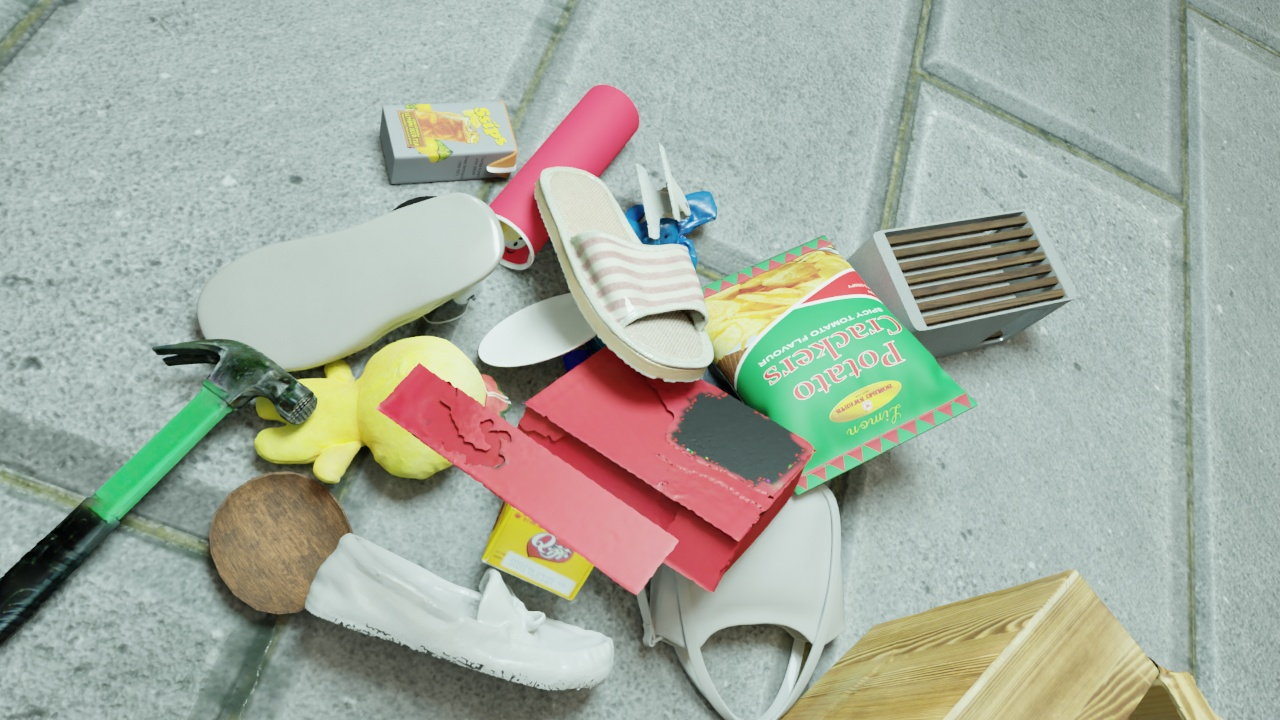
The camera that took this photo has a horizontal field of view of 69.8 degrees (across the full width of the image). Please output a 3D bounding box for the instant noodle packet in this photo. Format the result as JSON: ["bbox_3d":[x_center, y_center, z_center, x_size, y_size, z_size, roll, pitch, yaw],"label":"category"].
[{"bbox_3d":[0.168,-0.009,0.895,0.195,0.090,0.252,-24,55,-13],"label":"instant noodle packet"}]

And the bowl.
[{"bbox_3d":[-0.287,0.147,0.737,0.101,0.026,0.114,-29,80,-28],"label":"bowl"}]

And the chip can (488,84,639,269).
[{"bbox_3d":[-0.082,-0.192,0.941,0.069,0.069,0.220,35,60,-2],"label":"chip can"}]

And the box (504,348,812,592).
[{"bbox_3d":[0.011,0.108,0.794,0.214,0.153,0.164,30,42,21],"label":"box"}]

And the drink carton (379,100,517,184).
[{"bbox_3d":[-0.193,-0.220,0.924,0.124,0.049,0.076,-9,70,-23],"label":"drink carton"}]

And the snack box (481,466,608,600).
[{"bbox_3d":[-0.074,0.134,0.772,0.083,0.061,0.105,26,23,-7],"label":"snack box"}]

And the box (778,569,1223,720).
[{"bbox_3d":[0.305,0.364,0.710,0.285,0.280,0.334,-35,80,-29],"label":"box"}]

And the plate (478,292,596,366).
[{"bbox_3d":[-0.084,-0.027,0.846,0.134,0.135,0.011,-36,121,-29],"label":"plate"}]

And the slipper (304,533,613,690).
[{"bbox_3d":[-0.133,0.201,0.727,0.246,0.112,0.074,24,98,-15],"label":"slipper"}]

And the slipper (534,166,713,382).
[{"bbox_3d":[-0.013,-0.091,0.805,0.114,0.052,0.262,-3,49,-36],"label":"slipper"}]

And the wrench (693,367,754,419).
[{"bbox_3d":[0.033,-0.010,0.917,0.273,0.022,0.073,43,32,6],"label":"wrench"}]

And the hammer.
[{"bbox_3d":[-0.401,0.110,0.688,0.130,0.032,0.318,32,67,14],"label":"hammer"}]

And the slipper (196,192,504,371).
[{"bbox_3d":[-0.245,-0.066,0.810,0.266,0.080,0.113,-23,86,-2],"label":"slipper"}]

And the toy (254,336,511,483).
[{"bbox_3d":[-0.219,0.039,0.778,0.207,0.092,0.133,-12,59,-3],"label":"toy"}]

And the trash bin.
[{"bbox_3d":[0.337,-0.077,1.011,0.228,0.115,0.114,-11,71,-24],"label":"trash bin"}]

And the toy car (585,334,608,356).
[{"bbox_3d":[-0.005,0.005,0.890,0.120,0.056,0.043,45,66,7],"label":"toy car"}]

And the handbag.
[{"bbox_3d":[0.084,0.215,0.828,0.215,0.096,0.222,4,78,-17],"label":"handbag"}]

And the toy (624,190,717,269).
[{"bbox_3d":[0.003,-0.125,0.943,0.176,0.071,0.112,0,69,-31],"label":"toy"}]

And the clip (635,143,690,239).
[{"bbox_3d":[0.027,-0.165,0.921,0.052,0.058,0.102,-5,58,-6],"label":"clip"}]

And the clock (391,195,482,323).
[{"bbox_3d":[-0.194,-0.093,0.861,0.094,0.035,0.122,-15,78,-5],"label":"clock"}]

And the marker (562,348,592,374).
[{"bbox_3d":[-0.044,0.054,0.868,0.027,0.023,0.133,-14,72,-8],"label":"marker"}]
